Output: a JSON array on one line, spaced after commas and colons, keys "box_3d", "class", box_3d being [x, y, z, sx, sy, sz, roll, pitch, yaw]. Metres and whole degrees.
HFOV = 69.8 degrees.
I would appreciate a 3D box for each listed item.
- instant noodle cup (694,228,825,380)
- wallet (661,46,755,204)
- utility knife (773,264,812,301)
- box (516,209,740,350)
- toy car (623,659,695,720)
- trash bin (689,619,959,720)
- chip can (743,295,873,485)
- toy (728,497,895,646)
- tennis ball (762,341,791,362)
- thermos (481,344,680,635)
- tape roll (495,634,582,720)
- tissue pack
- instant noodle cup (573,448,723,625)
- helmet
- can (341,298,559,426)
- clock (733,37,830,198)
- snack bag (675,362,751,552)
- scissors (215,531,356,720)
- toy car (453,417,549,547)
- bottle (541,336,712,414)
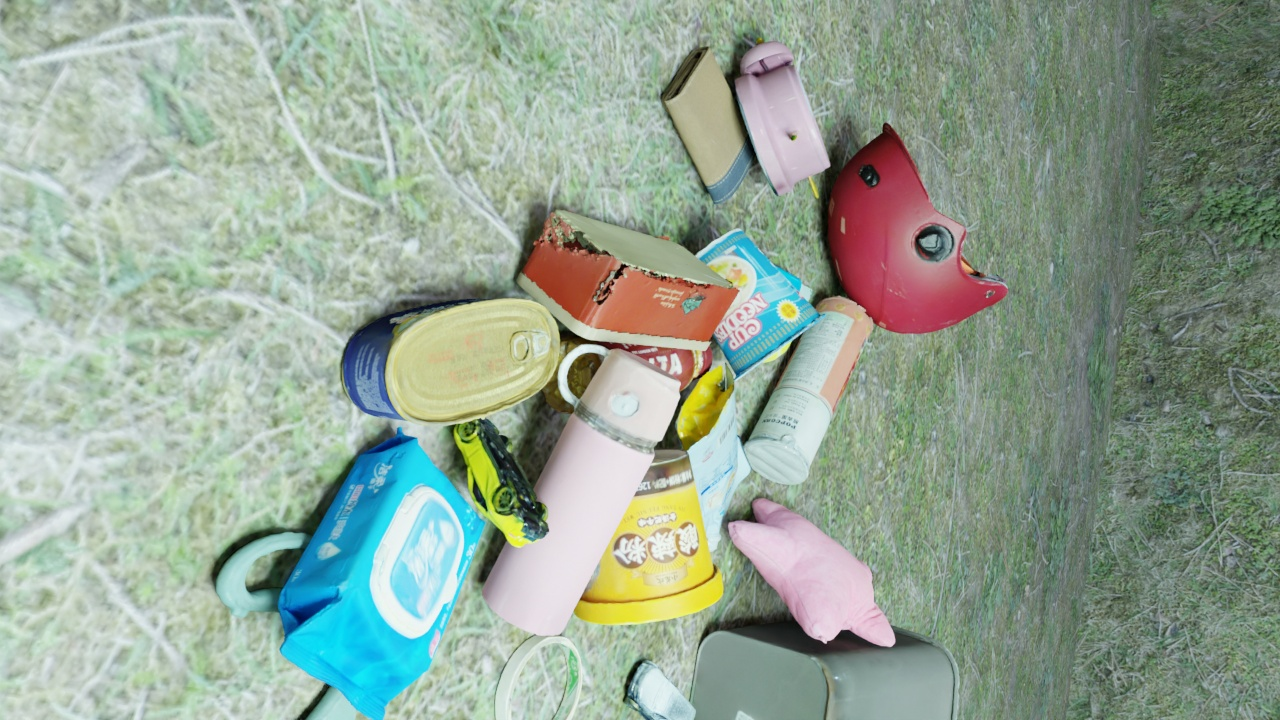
[{"box_3d": [0.092, -0.054, 0.814, 0.110, 0.099, 0.099, 53, 43, 5], "class": "instant noodle cup"}, {"box_3d": [0.064, -0.212, 0.833, 0.115, 0.033, 0.090, 57, 47, -37], "class": "wallet"}, {"box_3d": [0.140, -0.084, 0.957, 0.178, 0.018, 0.034, 13, 82, -54], "class": "utility knife"}, {"box_3d": [-0.002, -0.065, 0.696, 0.168, 0.091, 0.077, 5, 120, -54], "class": "box"}, {"box_3d": [0.019, 0.305, 0.821, 0.042, 0.034, 0.090, -57, 133, -28], "class": "toy car"}, {"box_3d": [0.173, 0.359, 0.910, 0.219, 0.199, 0.198, 17, 79, -46], "class": "trash bin"}, {"box_3d": [0.182, 0.027, 0.979, 0.214, 0.071, 0.071, -58, 135, -32], "class": "chip can"}, {"box_3d": [0.164, 0.209, 0.896, 0.194, 0.075, 0.178, 35, 19, -9], "class": "toy"}, {"box_3d": [0.116, -0.031, 0.891, 0.065, 0.066, 0.065, -7, 98, -53], "class": "tennis ball"}, {"box_3d": [-0.048, 0.085, 0.640, 0.199, 0.087, 0.067, -64, 174, 7], "class": "thermos"}, {"box_3d": [-0.077, 0.254, 0.704, 0.085, 0.014, 0.086, -7, 99, -52], "class": "tape roll"}, {"box_3d": [-0.147, 0.123, 0.543, 0.095, 0.052, 0.156, 61, 32, -35], "class": "tissue pack"}, {"box_3d": [-0.001, 0.132, 0.716, 0.118, 0.119, 0.114, -9, 92, -52], "class": "instant noodle cup"}, {"box_3d": [0.282, -0.128, 1.027, 0.240, 0.144, 0.206, 50, 15, -21], "class": "helmet"}, {"box_3d": [-0.119, -0.001, 0.595, 0.147, 0.049, 0.075, -19, 108, -51], "class": "can"}, {"box_3d": [0.133, -0.236, 0.874, 0.117, 0.060, 0.158, 46, 28, -54], "class": "clock"}, {"box_3d": [0.068, 0.094, 0.836, 0.191, 0.039, 0.110, 76, 29, -51], "class": "snack bag"}, {"box_3d": [-0.198, 0.190, 0.533, 0.170, 0.019, 0.178, 51, 52, -47], "class": "scissors"}, {"box_3d": [-0.097, 0.078, 0.609, 0.032, 0.105, 0.048, -36, 148, 7], "class": "toy car"}, {"box_3d": [-0.004, 0.004, 0.740, 0.174, 0.058, 0.057, -9, 100, -52], "class": "bottle"}]
